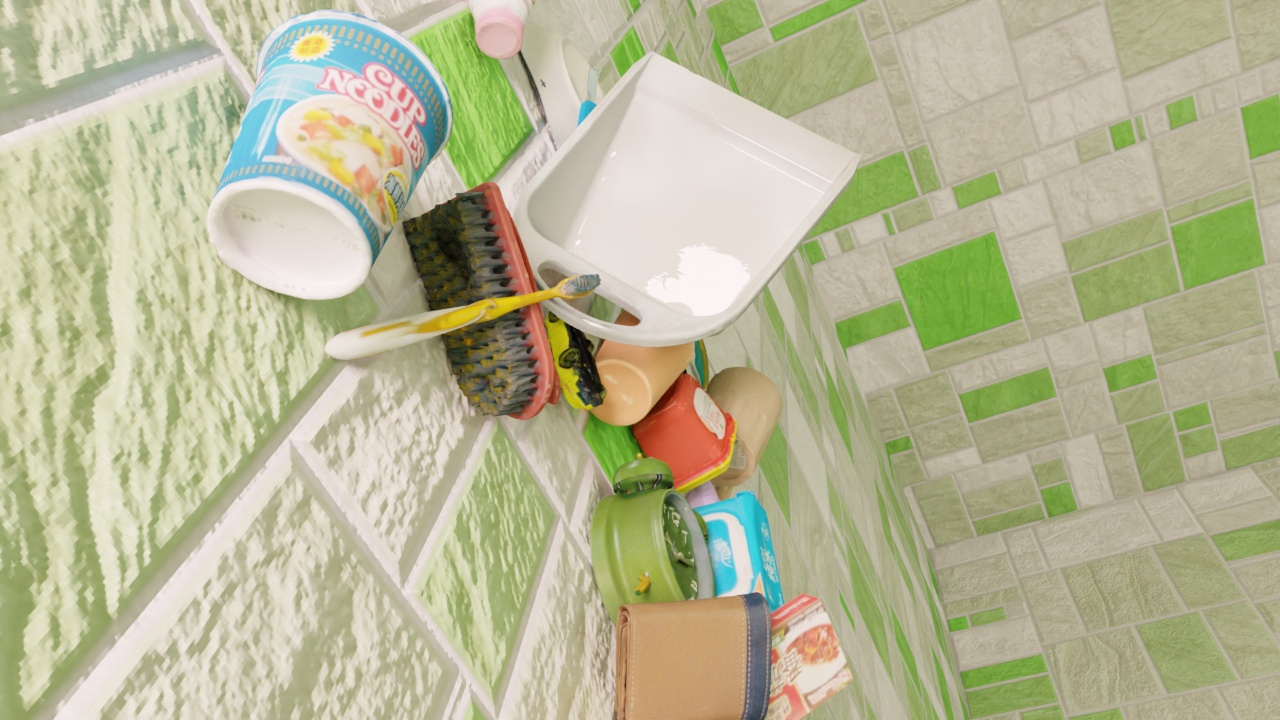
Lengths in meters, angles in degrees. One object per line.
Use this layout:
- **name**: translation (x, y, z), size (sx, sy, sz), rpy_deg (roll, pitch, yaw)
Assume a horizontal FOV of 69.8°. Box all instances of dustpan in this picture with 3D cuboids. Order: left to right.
- **dustpan**: translation (0.024, -0.128, 0.740), size (0.223, 0.257, 0.142), rpy_deg (30, -2, 12)

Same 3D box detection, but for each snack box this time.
- **snack box**: translation (0.040, 0.063, 0.840), size (0.080, 0.082, 0.091), rpy_deg (55, 20, -14)
- **snack box**: translation (0.085, 0.245, 0.687), size (0.025, 0.152, 0.075), rpy_deg (-6, -72, 66)

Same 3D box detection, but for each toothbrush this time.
- **toothbrush**: translation (-0.089, -0.028, 0.516), size (0.190, 0.018, 0.016), rpy_deg (-20, 89, -45)

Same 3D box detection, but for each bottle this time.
- **bottle**: translation (-0.124, -0.350, 0.821), size (0.068, 0.068, 0.196), rpy_deg (48, 32, -50)

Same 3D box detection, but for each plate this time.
- **plate**: translation (-0.068, -0.276, 0.957), size (0.163, 0.034, 0.164), rpy_deg (69, 17, -2)

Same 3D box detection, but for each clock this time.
- **clock**: translation (0.013, 0.142, 0.706), size (0.161, 0.056, 0.116), rpy_deg (-87, 153, -51)

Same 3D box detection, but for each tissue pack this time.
- **tissue pack**: translation (0.070, 0.183, 0.774), size (0.063, 0.090, 0.139), rpy_deg (51, 25, -46)

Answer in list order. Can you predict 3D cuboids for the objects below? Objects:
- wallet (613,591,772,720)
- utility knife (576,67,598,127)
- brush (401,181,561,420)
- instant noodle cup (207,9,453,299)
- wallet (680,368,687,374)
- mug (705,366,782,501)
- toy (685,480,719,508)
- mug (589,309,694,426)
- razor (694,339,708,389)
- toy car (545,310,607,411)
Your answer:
- **wallet**: translation (0.037, 0.207, 0.626), size (0.115, 0.033, 0.090), rpy_deg (4, 86, -31)
- **utility knife**: translation (-0.052, -0.210, 0.888), size (0.034, 0.018, 0.191), rpy_deg (38, 50, -50)
- **brush**: translation (-0.090, -0.033, 0.576), size (0.069, 0.063, 0.146), rpy_deg (-18, 89, -59)
- **instant noodle cup**: translation (-0.147, -0.090, 0.430), size (0.099, 0.099, 0.109), rpy_deg (53, 31, -43)
- **wallet**: translation (0.024, -0.012, 0.973), size (0.096, 0.020, 0.122), rpy_deg (47, 26, -51)
- **mug**: translation (0.095, 0.085, 0.967), size (0.103, 0.084, 0.125), rpy_deg (-57, 154, -49)
- **toy**: translation (0.065, 0.164, 0.872), size (0.084, 0.039, 0.108), rpy_deg (86, -9, -67)
- **mug**: translation (-0.005, 0.005, 0.784), size (0.078, 0.078, 0.122), rpy_deg (65, 24, -14)
- **razor**: translation (0.058, -0.026, 1.083), size (0.043, 0.028, 0.132), rpy_deg (-70, 139, -69)
- **toy car**: translation (-0.054, -0.002, 0.704), size (0.048, 0.032, 0.105), rpy_deg (55, 11, -37)
